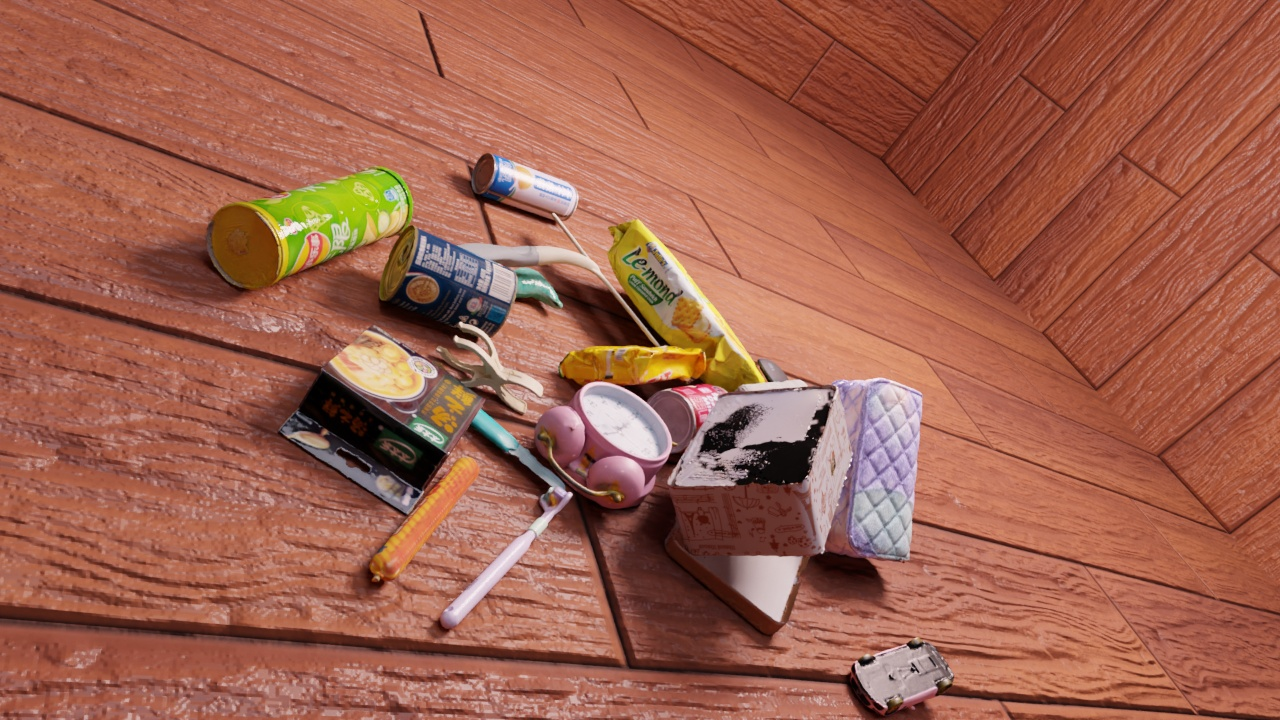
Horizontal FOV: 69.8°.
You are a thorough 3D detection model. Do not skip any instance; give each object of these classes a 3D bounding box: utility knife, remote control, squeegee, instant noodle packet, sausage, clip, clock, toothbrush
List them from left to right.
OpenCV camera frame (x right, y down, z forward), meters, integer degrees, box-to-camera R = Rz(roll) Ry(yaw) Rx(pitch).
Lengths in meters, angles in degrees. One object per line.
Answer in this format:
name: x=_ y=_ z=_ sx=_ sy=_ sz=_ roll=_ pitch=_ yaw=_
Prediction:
sausage: x=-0.154 y=0.112 z=0.671 sx=0.021 sy=0.021 sz=0.164 roll=37 pitch=26 yaw=-3
utility knife: x=-0.145 y=0.049 z=0.794 sx=0.207 sy=0.013 sz=0.029 roll=38 pitch=24 yaw=6
clip: x=-0.132 y=0.000 z=0.828 sx=0.104 sy=0.084 sz=0.034 roll=20 pitch=30 yaw=-11
toothbrush: x=-0.099 y=0.145 z=0.693 sx=0.188 sy=0.029 sz=0.021 roll=-45 pitch=121 yaw=-63
squeegee: x=-0.112 y=-0.108 z=0.992 sx=0.246 sy=0.039 sz=0.246 roll=1 pitch=42 yaw=-47
clock: x=-0.035 y=0.079 z=0.834 sx=0.117 sy=0.060 sz=0.158 roll=41 pitch=28 yaw=7
instant noodle packet: x=-0.006 y=0.006 z=0.957 sx=0.128 sy=0.111 sz=0.044 roll=-2 pitch=90 yaw=-55
remote control: x=0.177 y=0.030 z=1.158 sx=0.053 sy=0.024 sz=0.136 roll=59 pitch=6 yaw=27

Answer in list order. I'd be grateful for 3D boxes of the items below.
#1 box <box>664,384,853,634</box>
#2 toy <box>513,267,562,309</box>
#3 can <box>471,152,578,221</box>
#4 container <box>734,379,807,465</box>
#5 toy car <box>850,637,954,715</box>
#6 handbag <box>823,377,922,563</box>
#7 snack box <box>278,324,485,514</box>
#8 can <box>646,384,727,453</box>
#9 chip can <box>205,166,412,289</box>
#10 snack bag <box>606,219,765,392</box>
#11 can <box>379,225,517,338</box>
box: x=0.117 y=0.145 z=0.867 sx=0.181 sy=0.153 sz=0.178 roll=-52 pitch=129 yaw=-55
toy: x=-0.139 y=-0.090 z=1.008 sx=0.096 sy=0.030 sz=0.091 roll=46 pitch=25 yaw=24
can: x=-0.147 y=-0.221 z=1.180 sx=0.134 sy=0.053 sz=0.053 roll=13 pitch=36 yaw=-41
container: x=0.145 y=0.079 z=1.032 sx=0.114 sy=0.090 sz=0.090 roll=2 pitch=43 yaw=-46
toy car: x=0.244 y=0.298 z=0.862 sx=0.122 sy=0.037 sz=0.056 roll=-2 pitch=42 yaw=-35
handbag: x=0.248 y=0.117 z=0.998 sx=0.134 sy=0.076 sz=0.193 roll=17 pitch=78 yaw=-39
snack box: x=-0.194 y=0.041 z=0.712 sx=0.113 sy=0.053 sz=0.125 roll=34 pitch=21 yaw=-8
can: x=0.054 y=0.060 z=0.968 sx=0.066 sy=0.067 sz=0.093 roll=50 pitch=28 yaw=22
chip can: x=-0.287 y=-0.126 z=0.830 sx=0.072 sy=0.073 sz=0.220 roll=38 pitch=26 yaw=1
snack bag: x=0.054 y=-0.051 z=1.105 sx=0.246 sy=0.068 sz=0.158 roll=56 pitch=10 yaw=35
can: x=-0.181 y=-0.072 z=0.874 sx=0.111 sy=0.075 sz=0.075 roll=22 pitch=30 yaw=-30
